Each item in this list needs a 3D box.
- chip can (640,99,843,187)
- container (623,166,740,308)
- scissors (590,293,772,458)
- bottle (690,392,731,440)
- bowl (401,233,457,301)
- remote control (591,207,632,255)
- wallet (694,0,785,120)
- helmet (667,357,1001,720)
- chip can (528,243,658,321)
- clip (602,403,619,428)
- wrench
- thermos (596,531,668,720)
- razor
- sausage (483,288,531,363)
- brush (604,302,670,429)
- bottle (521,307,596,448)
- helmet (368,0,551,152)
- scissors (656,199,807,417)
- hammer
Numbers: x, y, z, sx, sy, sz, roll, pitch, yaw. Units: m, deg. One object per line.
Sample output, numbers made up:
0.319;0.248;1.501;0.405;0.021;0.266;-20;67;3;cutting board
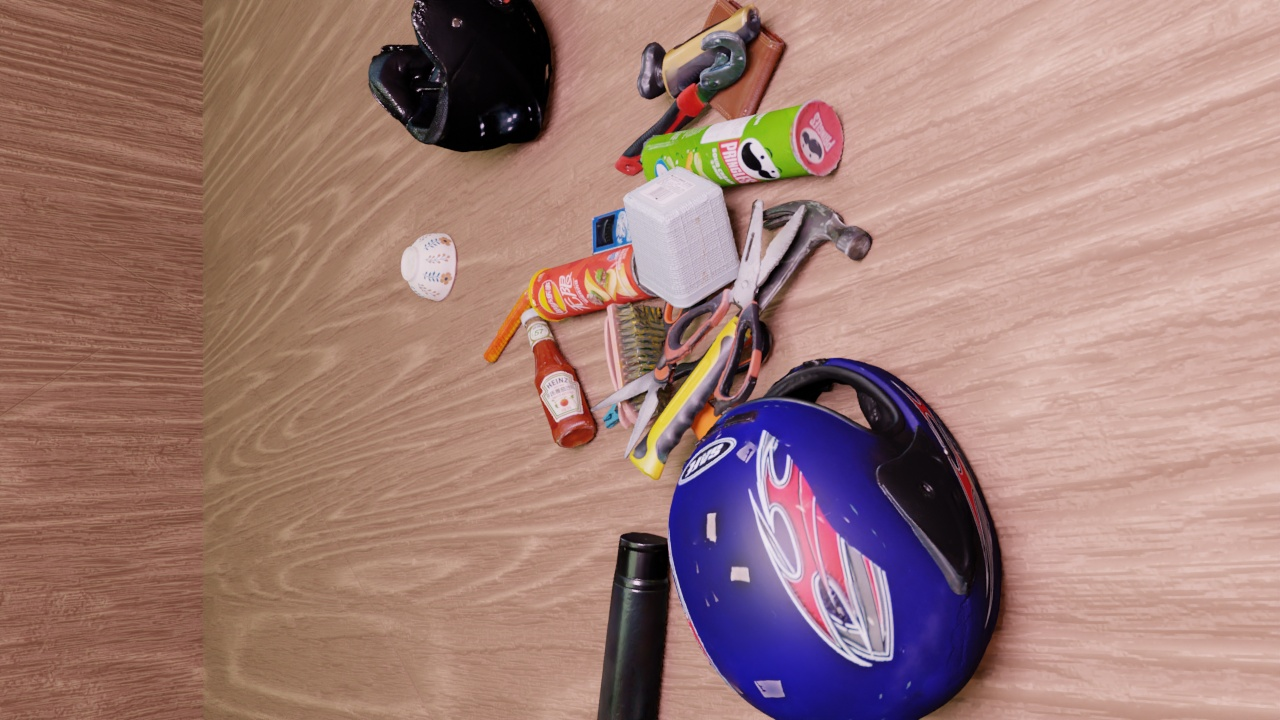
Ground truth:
0.098;-0.218;0.960;0.236;0.072;0.072;5;91;51;chip can
0.043;-0.133;0.968;0.090;0.089;0.111;39;153;45;container
0.042;-0.003;0.998;0.221;0.021;0.228;-10;65;32;scissors
0.085;0.071;0.965;0.149;0.066;0.067;48;123;50;bottle
-0.357;-0.157;1.519;0.114;0.062;0.113;-6;82;52;bowl
-0.019;-0.163;1.134;0.125;0.024;0.049;-6;82;49;remote control
0.100;-0.324;1.000;0.124;0.032;0.101;56;130;38;wallet
0.140;0.140;0.750;0.248;0.240;0.315;-40;57;39;helmet
-0.051;-0.096;1.133;0.217;0.073;0.073;-7;82;50;chip can
-0.028;0.065;1.137;0.056;0.013;0.038;-49;51;37;clip
0.040;-0.277;1.028;0.274;0.056;0.016;143;139;-59;wrench
-0.007;0.322;1.060;0.090;0.068;0.242;-171;87;-83;thermos
0.061;-0.333;0.984;0.168;0.062;0.067;-16;108;48;razor
-0.190;-0.050;1.337;0.166;0.021;0.021;-51;51;35;sausage
-0.006;0.006;1.077;0.073;0.063;0.145;-18;75;45;brush
-0.114;0.017;1.210;0.060;0.059;0.206;-49;51;37;bottle
-0.234;-0.419;1.261;0.234;0.230;0.274;-10;71;57;helmet
0.093;-0.052;0.900;0.227;0.015;0.188;-37;51;27;scissors
0.090;-0.020;0.924;0.324;0.032;0.126;-55;44;12;hammer
